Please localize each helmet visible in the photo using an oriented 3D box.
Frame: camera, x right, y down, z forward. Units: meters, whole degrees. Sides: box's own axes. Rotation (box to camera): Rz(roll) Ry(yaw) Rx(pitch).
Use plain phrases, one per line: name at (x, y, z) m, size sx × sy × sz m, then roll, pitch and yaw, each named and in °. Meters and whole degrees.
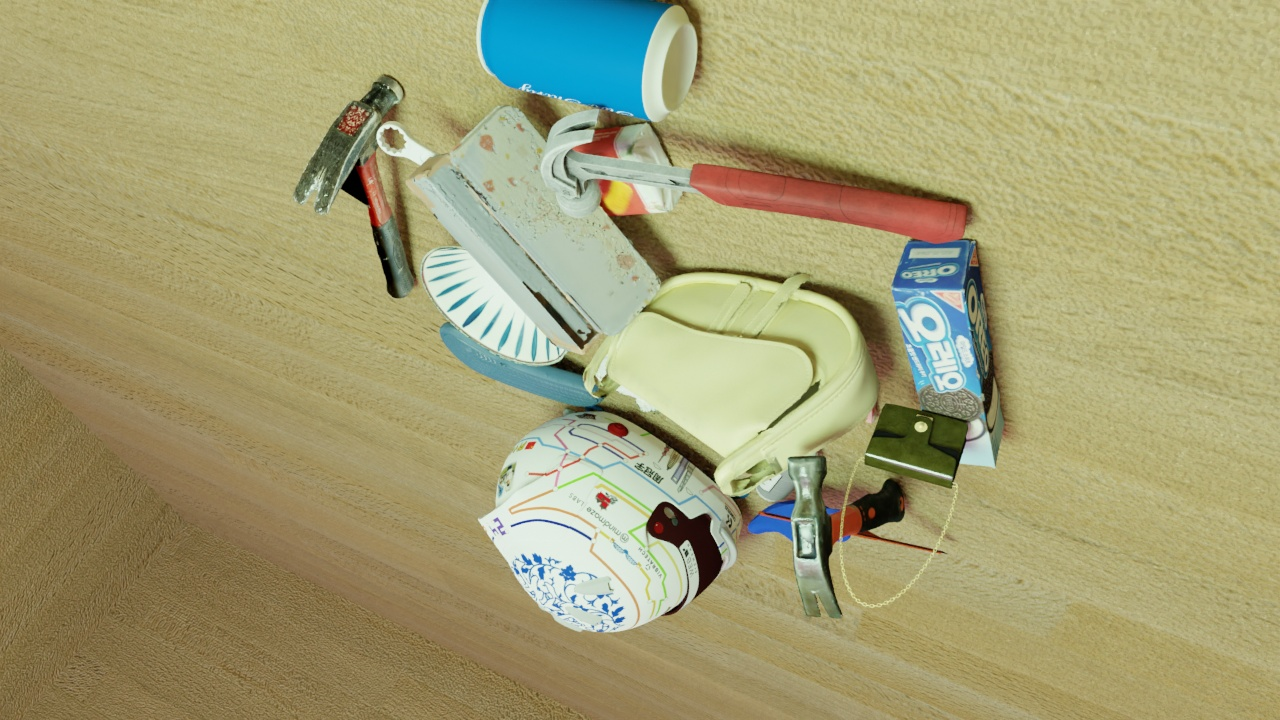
helmet at (-0.038, 0.213, 1.120) m, size 0.314 × 0.235 × 0.232 m, roll 39°, pitch 143°, yaw -10°

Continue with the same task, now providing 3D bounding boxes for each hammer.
hammer at (-0.279, -0.145, 0.967) m, size 0.036 × 0.140 × 0.327 m, roll 27°, pitch 157°, yaw 5°
hammer at (0.203, 0.147, 0.855) m, size 0.033 × 0.133 × 0.332 m, roll -5°, pitch 176°, yaw 27°
hammer at (0.081, -0.127, 0.682) m, size 0.316 × 0.036 × 0.126 m, roll 10°, pitch 165°, yaw 8°

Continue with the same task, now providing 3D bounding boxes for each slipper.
slipper at (-0.140, 0.001, 1.103) m, size 0.213 × 0.059 × 0.104 m, roll 23°, pitch 159°, yaw -16°

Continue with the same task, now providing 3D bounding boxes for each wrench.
wrench at (-0.112, -0.136, 0.828) m, size 0.273 × 0.009 × 0.047 m, roll 30°, pitch 127°, yaw -12°

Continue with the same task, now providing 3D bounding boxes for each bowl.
bowl at (-0.139, -0.078, 0.972) m, size 0.177 × 0.070 × 0.178 m, roll 22°, pitch 149°, yaw 14°

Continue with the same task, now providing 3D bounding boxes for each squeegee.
squeegee at (0.183, 0.181, 1.020) m, size 0.249 × 0.055 × 0.185 m, roll 16°, pitch 162°, yaw -27°

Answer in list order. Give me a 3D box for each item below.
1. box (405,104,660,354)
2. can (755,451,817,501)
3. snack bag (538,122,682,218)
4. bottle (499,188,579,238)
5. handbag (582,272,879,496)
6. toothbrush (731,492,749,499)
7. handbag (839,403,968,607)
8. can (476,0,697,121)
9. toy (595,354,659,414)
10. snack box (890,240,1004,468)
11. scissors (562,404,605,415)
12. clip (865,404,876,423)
box at (-0.094, -0.110, 0.810) m, size 0.216 × 0.096 × 0.105 m, roll 49°, pitch 158°, yaw -26°
can at (0.162, 0.122, 1.031) m, size 0.044 × 0.043 × 0.107 m, roll 28°, pitch 149°, yaw 5°
snack bag at (-0.028, -0.161, 0.790) m, size 0.116 × 0.036 × 0.077 m, roll 3°, pitch 140°, yaw 38°
bottle at (-0.090, -0.123, 0.877) m, size 0.162 × 0.056 × 0.057 m, roll 43°, pitch 147°, yaw -20°
handbag at (0.078, 0.004, 0.814) m, size 0.233 × 0.190 × 0.088 m, roll 33°, pitch 160°, yaw 36°
toothbrush at (0.085, 0.169, 1.194) m, size 0.133 × 0.016 × 0.021 m, roll 0°, pitch 135°, yaw 41°
handbag at (0.206, 0.115, 0.737) m, size 0.084 × 0.177 × 0.027 m, roll 15°, pitch 147°, yaw 24°
can at (-0.038, -0.225, 0.662) m, size 0.146 × 0.078 × 0.079 m, roll 19°, pitch 147°, yaw 19°
toy at (-0.006, 0.006, 1.012) m, size 0.096 × 0.041 × 0.109 m, roll 27°, pitch 143°, yaw 3°
snack box at (0.258, 0.001, 0.759) m, size 0.060 × 0.059 × 0.226 m, roll 5°, pitch 140°, yaw 32°
scissors at (-0.052, 0.100, 1.212) m, size 0.105 × 0.019 × 0.132 m, roll 3°, pitch 139°, yaw 41°
clip at (0.221, 0.041, 0.888) m, size 0.037 × 0.022 × 0.058 m, roll 11°, pitch 150°, yaw 25°
